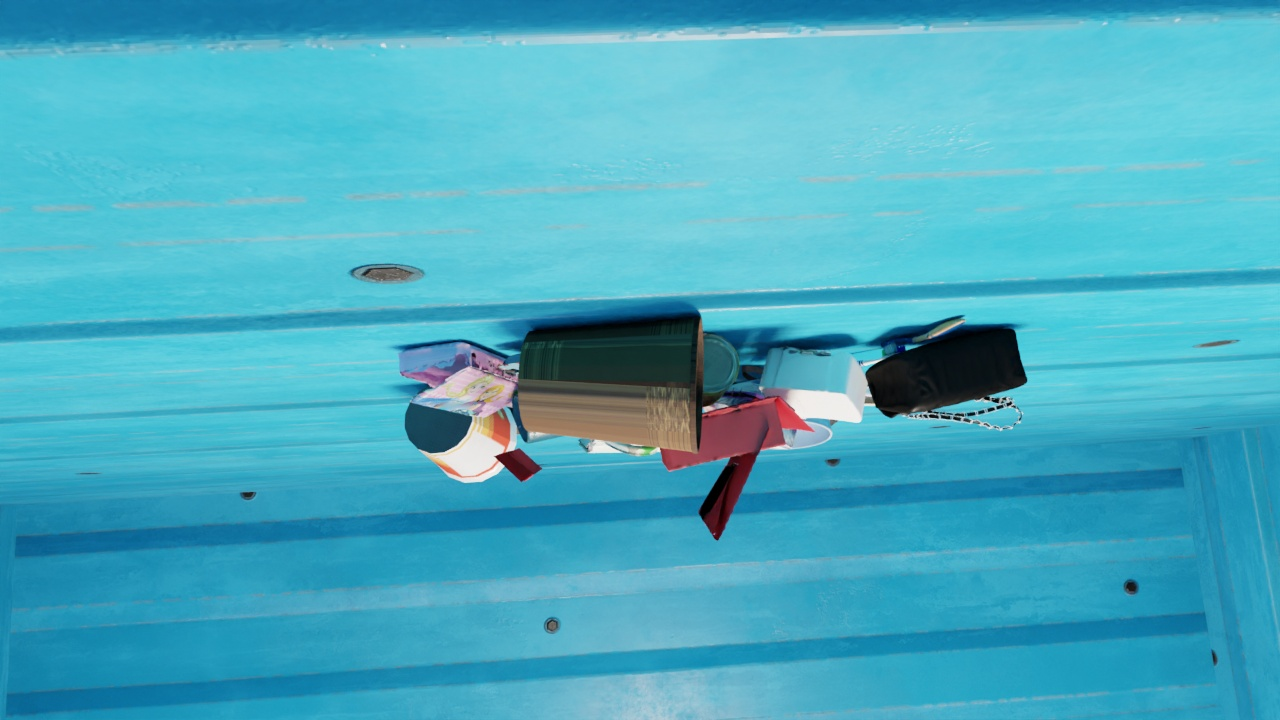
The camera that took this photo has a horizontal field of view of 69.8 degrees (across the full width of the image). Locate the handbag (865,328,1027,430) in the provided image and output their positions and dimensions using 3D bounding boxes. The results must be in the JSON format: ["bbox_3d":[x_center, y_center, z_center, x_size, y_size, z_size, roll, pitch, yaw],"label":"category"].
[{"bbox_3d":[0.351,0.033,1.059,0.153,0.114,0.125,-16,178,-13],"label":"handbag"}]

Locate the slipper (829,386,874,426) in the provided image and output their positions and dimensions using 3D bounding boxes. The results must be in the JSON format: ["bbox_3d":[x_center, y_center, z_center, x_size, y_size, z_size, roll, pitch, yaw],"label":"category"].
[{"bbox_3d":[0.308,0.075,1.454,0.263,0.063,0.111,-2,170,-18],"label":"slipper"}]

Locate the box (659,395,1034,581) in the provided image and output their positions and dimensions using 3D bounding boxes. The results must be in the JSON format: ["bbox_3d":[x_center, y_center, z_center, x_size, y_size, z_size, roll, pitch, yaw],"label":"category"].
[{"bbox_3d":[0.215,0.127,1.046,0.425,0.128,0.213,18,176,0],"label":"box"}]

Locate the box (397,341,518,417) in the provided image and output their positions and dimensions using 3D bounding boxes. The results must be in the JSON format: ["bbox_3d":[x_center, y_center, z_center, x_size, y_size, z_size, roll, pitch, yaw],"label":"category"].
[{"bbox_3d":[-0.180,0.031,1.039,0.085,0.063,0.230,-7,169,15],"label":"box"}]

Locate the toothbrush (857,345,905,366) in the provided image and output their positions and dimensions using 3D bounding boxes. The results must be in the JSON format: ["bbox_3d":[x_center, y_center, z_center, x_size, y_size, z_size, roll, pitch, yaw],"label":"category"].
[{"bbox_3d":[0.248,0.010,1.159,0.187,0.016,0.015,-16,153,36],"label":"toothbrush"}]

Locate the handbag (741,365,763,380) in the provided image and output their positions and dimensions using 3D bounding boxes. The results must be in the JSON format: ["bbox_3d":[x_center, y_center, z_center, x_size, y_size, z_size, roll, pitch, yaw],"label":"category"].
[{"bbox_3d":[0.169,0.022,1.228,0.055,0.029,0.119,-18,157,36],"label":"handbag"}]

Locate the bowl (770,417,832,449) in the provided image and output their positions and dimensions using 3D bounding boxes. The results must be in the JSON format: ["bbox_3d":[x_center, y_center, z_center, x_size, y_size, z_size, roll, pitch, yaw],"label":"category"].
[{"bbox_3d":[0.204,0.075,1.344,0.150,0.074,0.151,2,160,1],"label":"bowl"}]

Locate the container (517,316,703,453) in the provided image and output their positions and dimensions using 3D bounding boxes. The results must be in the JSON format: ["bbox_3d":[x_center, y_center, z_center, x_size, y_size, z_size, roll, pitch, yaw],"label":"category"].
[{"bbox_3d":[-0.026,0.022,0.895,0.167,0.132,0.132,1,170,7],"label":"container"}]

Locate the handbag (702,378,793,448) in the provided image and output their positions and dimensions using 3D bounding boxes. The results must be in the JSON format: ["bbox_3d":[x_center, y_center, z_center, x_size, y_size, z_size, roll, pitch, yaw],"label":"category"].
[{"bbox_3d":[0.122,0.083,1.248,0.170,0.067,0.144,-14,140,45],"label":"handbag"}]

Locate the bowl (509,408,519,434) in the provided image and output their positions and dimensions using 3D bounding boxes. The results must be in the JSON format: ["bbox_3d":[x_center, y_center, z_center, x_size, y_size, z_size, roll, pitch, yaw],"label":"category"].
[{"bbox_3d":[-0.198,0.097,1.477,0.119,0.032,0.119,-3,170,-1],"label":"bowl"}]

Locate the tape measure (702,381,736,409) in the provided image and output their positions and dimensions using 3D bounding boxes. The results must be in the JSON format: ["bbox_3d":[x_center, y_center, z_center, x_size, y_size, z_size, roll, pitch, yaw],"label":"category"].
[{"bbox_3d":[0.097,0.046,1.294,0.058,0.036,0.066,-9,169,-22],"label":"tape measure"}]

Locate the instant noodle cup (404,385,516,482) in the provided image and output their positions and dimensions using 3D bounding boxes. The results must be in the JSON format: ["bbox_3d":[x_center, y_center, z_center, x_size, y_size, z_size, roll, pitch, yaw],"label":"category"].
[{"bbox_3d":[-0.243,0.090,1.218,0.123,0.123,0.121,-5,162,11],"label":"instant noodle cup"}]

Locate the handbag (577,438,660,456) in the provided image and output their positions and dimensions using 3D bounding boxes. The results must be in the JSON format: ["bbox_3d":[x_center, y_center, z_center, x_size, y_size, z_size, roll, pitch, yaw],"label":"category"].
[{"bbox_3d":[-0.015,0.113,1.461,0.151,0.074,0.176,1,-172,-12],"label":"handbag"}]

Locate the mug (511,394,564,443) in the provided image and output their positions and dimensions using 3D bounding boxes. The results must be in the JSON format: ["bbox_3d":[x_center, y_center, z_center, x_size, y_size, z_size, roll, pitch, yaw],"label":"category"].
[{"bbox_3d":[-0.085,0.053,1.077,0.121,0.078,0.078,-15,174,-19],"label":"mug"}]

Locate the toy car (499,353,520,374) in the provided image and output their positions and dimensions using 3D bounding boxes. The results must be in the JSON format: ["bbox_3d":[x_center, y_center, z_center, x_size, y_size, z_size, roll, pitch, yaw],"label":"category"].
[{"bbox_3d":[-0.105,0.001,1.003,0.060,0.027,0.107,-10,163,33],"label":"toy car"}]

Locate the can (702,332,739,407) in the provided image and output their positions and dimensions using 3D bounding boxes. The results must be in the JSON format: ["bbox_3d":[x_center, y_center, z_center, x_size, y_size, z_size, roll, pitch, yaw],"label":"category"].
[{"bbox_3d":[0.069,0.012,1.010,0.067,0.067,0.105,-3,169,-4],"label":"can"}]

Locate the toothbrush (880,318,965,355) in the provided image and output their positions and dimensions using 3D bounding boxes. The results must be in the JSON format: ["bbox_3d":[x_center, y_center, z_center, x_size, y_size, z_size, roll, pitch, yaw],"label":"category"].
[{"bbox_3d":[0.313,-0.026,1.020,0.021,0.017,0.135,-17,177,-26],"label":"toothbrush"}]

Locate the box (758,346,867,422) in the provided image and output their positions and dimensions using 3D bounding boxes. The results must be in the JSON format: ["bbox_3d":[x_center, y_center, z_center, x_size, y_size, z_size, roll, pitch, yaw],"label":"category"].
[{"bbox_3d":[0.206,0.007,1.072,0.108,0.101,0.102,2,155,29],"label":"box"}]
